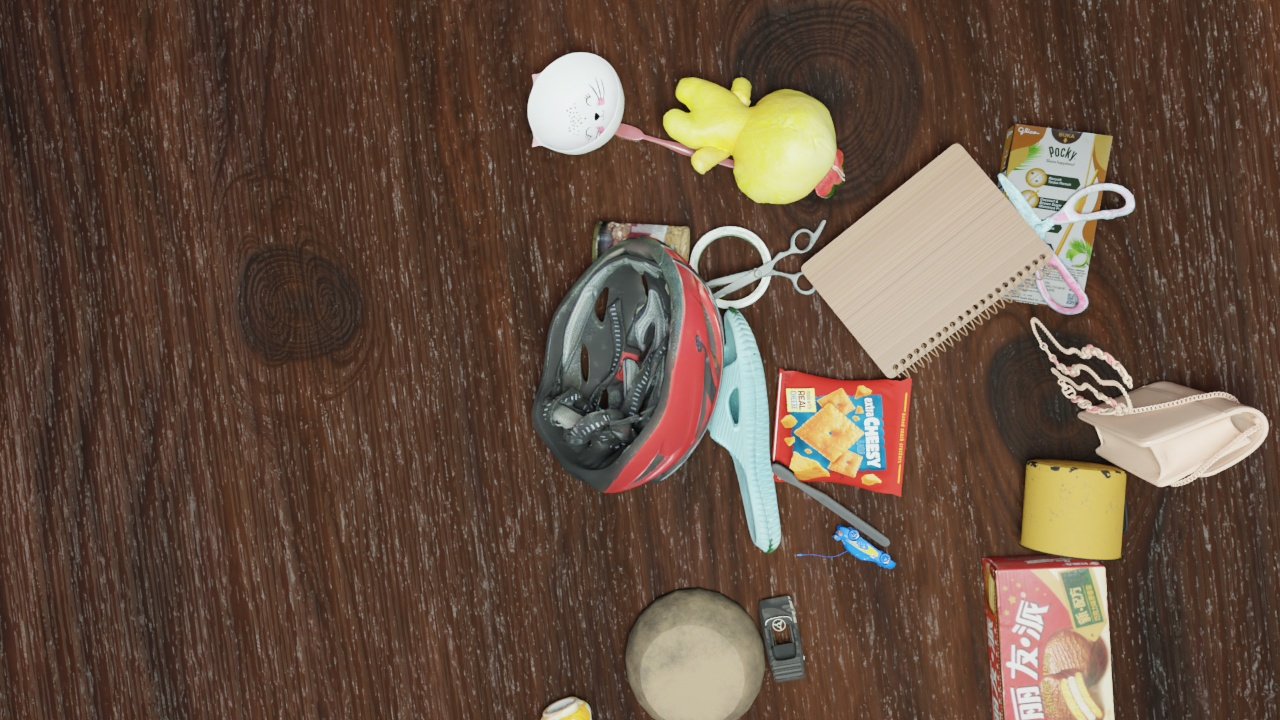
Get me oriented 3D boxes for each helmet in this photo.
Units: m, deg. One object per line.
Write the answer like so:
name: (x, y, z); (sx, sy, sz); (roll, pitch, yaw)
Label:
helmet: (-0.006, 0.006, 0.979); (0.218, 0.166, 0.272); (19, 96, 48)

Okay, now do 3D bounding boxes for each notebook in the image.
notebook: (0.308, -0.101, 0.988); (0.211, 0.022, 0.169); (-39, 82, 12)

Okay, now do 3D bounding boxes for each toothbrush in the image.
toothbrush: (0.214, 0.162, 1.030); (0.167, 0.013, 0.013); (35, 118, -7)
toothbrush: (0.056, -0.240, 1.054); (0.184, 0.015, 0.015); (17, 93, 3)

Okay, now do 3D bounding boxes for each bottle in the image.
bottle: (0.002, -0.127, 1.040); (0.105, 0.056, 0.056); (4, 92, 7)
bottle: (-0.074, 0.450, 1.063); (0.063, 0.063, 0.109); (-21, 88, 7)

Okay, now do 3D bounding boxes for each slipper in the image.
slipper: (0.105, 0.079, 1.009); (0.069, 0.116, 0.276); (-9, 95, -5)

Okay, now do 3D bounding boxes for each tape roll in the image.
tape roll: (0.103, -0.105, 1.048); (0.094, 0.018, 0.094); (0, 91, 7)

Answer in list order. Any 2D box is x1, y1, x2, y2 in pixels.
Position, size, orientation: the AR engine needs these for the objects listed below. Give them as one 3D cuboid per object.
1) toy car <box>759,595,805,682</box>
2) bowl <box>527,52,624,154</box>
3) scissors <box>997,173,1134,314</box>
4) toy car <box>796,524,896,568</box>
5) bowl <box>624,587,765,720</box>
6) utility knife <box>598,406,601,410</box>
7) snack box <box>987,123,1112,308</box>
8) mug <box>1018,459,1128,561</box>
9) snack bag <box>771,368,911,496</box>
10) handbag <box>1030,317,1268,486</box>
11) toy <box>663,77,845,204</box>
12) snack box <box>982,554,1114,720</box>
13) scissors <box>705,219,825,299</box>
toy car: (0.159, 0.311, 1.031); (0.040, 0.037, 0.092); (-13, 57, 8)
bowl: (-0.066, -0.284, 1.039); (0.115, 0.050, 0.114); (-3, 83, 23)
scissors: (0.446, -0.139, 0.976); (0.175, 0.013, 0.170); (-34, 84, 8)
toy car: (0.232, 0.222, 1.032); (0.092, 0.033, 0.062); (37, 89, 5)
bowl: (0.060, 0.346, 1.040); (0.162, 0.070, 0.162); (0, 92, 7)
utility knife: (-0.041, 0.075, 1.073); (0.149, 0.015, 0.022); (39, 90, 7)
snack box: (0.439, -0.155, 0.999); (0.101, 0.031, 0.186); (9, 93, 6)
mug: (0.469, 0.155, 0.976); (0.123, 0.100, 0.094); (4, 90, -18)
snack bag: (0.223, 0.079, 1.028); (0.144, 0.039, 0.131); (5, 94, 10)
handbag: (0.510, 0.020, 0.913); (0.117, 0.198, 0.187); (-28, 96, 7)
toy: (0.129, -0.246, 1.005); (0.208, 0.092, 0.133); (21, 81, 11)
snack box: (0.443, 0.333, 0.999); (0.113, 0.060, 0.236); (-4, 91, 8)
scissors: (0.139, -0.111, 1.024); (0.159, 0.014, 0.120); (8, 93, -17)
